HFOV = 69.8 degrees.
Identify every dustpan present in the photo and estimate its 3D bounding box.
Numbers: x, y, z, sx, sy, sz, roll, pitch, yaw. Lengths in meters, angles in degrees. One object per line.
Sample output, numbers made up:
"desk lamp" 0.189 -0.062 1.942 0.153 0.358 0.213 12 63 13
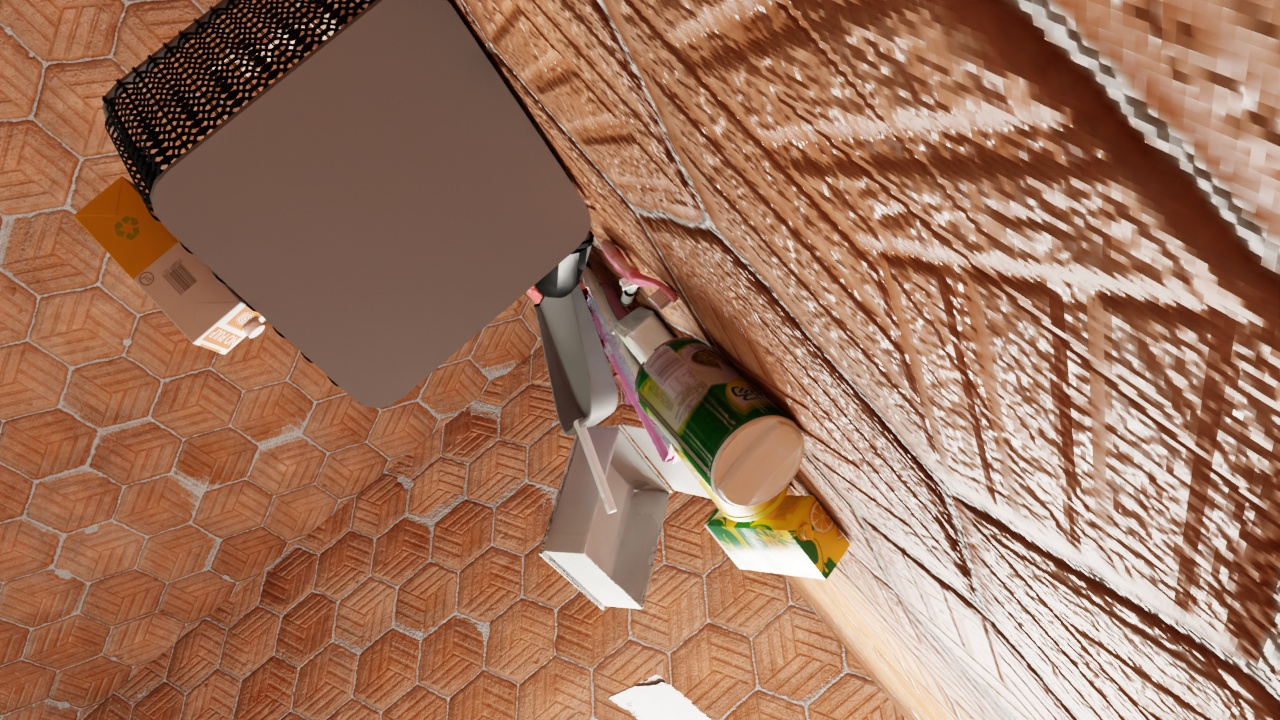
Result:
"dustpan" -0.064 0.037 0.986 0.257 0.033 0.163 69 159 7

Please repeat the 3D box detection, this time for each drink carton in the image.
"drink carton" -0.315 -0.060 0.626 0.122 0.040 0.058 46 171 1
"drink carton" 0.118 0.151 0.796 0.058 0.041 0.123 52 152 -16

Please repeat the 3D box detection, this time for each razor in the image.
"razor" -0.077 -0.087 0.847 0.156 0.057 0.060 108 163 -67

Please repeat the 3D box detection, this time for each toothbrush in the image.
"toothbrush" -0.012 -0.060 0.799 0.187 0.017 0.012 148 103 -87
"toothbrush" -0.006 -0.065 0.674 0.021 0.016 0.135 53 176 -32

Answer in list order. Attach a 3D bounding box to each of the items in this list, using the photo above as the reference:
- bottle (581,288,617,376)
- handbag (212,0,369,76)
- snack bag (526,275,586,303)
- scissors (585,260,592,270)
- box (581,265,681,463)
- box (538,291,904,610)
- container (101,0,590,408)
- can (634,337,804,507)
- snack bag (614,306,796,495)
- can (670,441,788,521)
"bottle" -0.049 -0.018 1.076 0.111 0.099 0.099 46 175 26
"handbag" -0.331 -0.298 0.979 0.116 0.187 0.199 59 169 -20
"snack bag" -0.096 -0.076 1.224 0.176 0.082 0.082 51 177 -22
"scissors" -0.095 -0.148 0.930 0.148 0.019 0.118 53 177 -6
"box" -0.005 0.005 0.934 0.201 0.041 0.154 62 172 14
"box" 0.089 0.104 1.067 0.167 0.446 0.164 54 -178 -47
"container" -0.217 -0.147 0.696 0.243 0.245 0.247 42 171 50
"can" 0.051 0.039 0.617 0.067 0.067 0.121 53 176 -38
"snack bag" 0.059 0.048 0.844 0.225 0.041 0.077 50 178 -14
"can" 0.073 0.079 0.750 0.105 0.067 0.067 54 176 -40
